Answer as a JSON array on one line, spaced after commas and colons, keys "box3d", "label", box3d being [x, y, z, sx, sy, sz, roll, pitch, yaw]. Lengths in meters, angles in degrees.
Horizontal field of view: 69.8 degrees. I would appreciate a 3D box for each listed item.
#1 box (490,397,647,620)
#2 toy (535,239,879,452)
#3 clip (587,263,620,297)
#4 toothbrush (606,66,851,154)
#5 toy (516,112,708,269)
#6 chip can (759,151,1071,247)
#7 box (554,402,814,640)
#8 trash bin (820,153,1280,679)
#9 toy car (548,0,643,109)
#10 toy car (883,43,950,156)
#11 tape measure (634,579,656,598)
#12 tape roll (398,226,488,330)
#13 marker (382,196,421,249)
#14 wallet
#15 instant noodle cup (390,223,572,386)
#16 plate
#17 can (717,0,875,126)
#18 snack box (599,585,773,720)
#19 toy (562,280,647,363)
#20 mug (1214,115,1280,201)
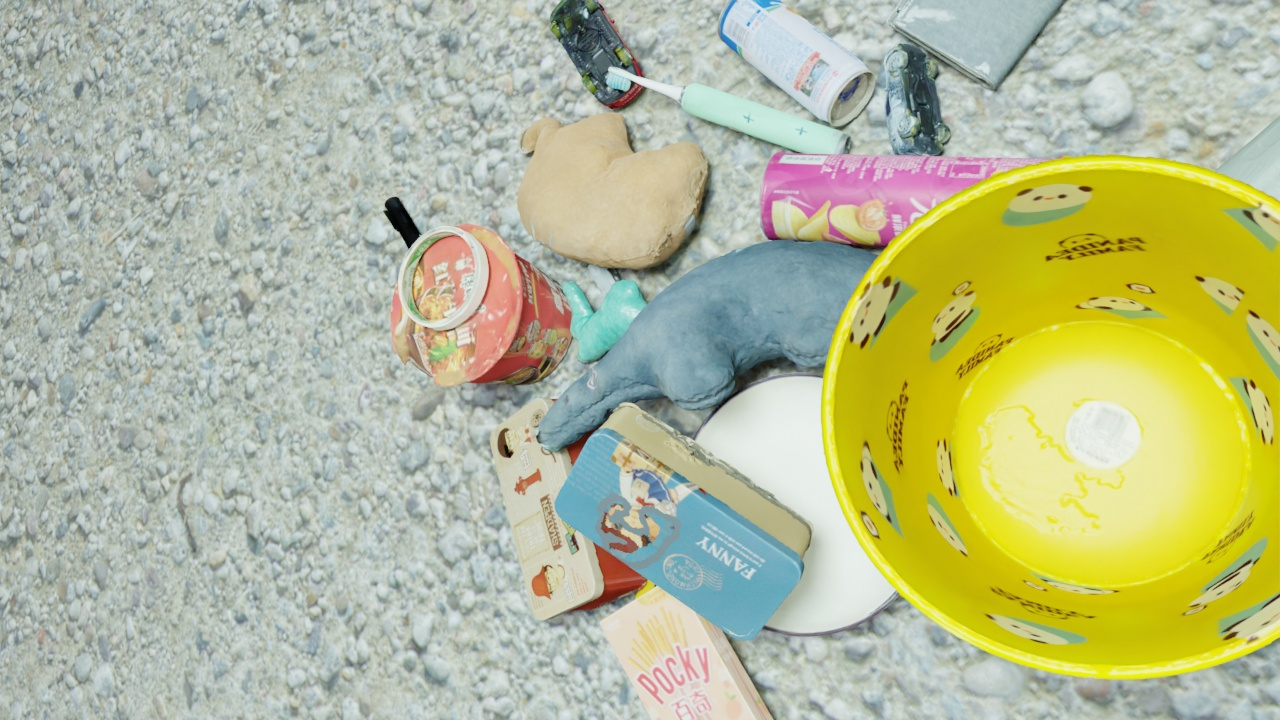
[{"box3d": [-0.056, 0.120, 0.761, 0.092, 0.076, 0.168, -34, 64, 39], "label": "box"}, {"box3d": [0.079, -0.023, 0.690, 0.357, 0.091, 0.137, -19, 47, 13], "label": "toy"}, {"box3d": [-0.025, -0.064, 0.808, 0.025, 0.029, 0.057, -32, 74, 25], "label": "clip"}, {"box3d": [0.067, -0.209, 0.761, 0.224, 0.026, 0.027, 25, 113, 20], "label": "toothbrush"}, {"box3d": [-0.049, -0.155, 0.805, 0.226, 0.082, 0.143, 29, 71, 31], "label": "toy"}, {"box3d": [0.196, -0.115, 0.670, 0.211, 0.071, 0.071, 8, 85, 29], "label": "chip can"}, {"box3d": [0.035, 0.114, 0.639, 0.184, 0.059, 0.090, 32, 121, 10], "label": "box"}, {"box3d": [0.247, 0.041, 0.509, 0.230, 0.255, 0.229, -6, 78, 27], "label": "trash bin"}, {"box3d": [-0.039, -0.283, 0.839, 0.053, 0.045, 0.120, -34, 73, 17], "label": "toy car"}, {"box3d": [0.206, -0.196, 0.697, 0.034, 0.042, 0.090, -20, 74, 59], "label": "toy car"}, {"box3d": [0.031, 0.180, 0.728, 0.057, 0.028, 0.060, 35, 111, 26], "label": "tape measure"}, {"box3d": [-0.164, -0.069, 0.759, 0.086, 0.014, 0.085, -6, 78, 27], "label": "tape roll"}, {"box3d": [-0.225, -0.113, 0.922, 0.022, 0.020, 0.132, -41, 65, 14], "label": "marker"}, {"box3d": [0.262, -0.283, 0.685, 0.106, 0.037, 0.130, 40, 101, 17], "label": "wallet"}, {"box3d": [-0.131, -0.040, 0.808, 0.138, 0.108, 0.137, -5, 79, 27], "label": "instant noodle cup"}, {"box3d": [0.122, 0.106, 0.687, 0.193, 0.039, 0.192, -5, 79, 27], "label": "plate"}, {"box3d": [0.125, -0.246, 0.741, 0.053, 0.053, 0.134, -48, 63, 12], "label": "can"}, {"box3d": [0.040, 0.247, 0.693, 0.085, 0.026, 0.157, -39, 74, 27], "label": "snack box"}, {"box3d": [-0.031, -0.037, 0.790, 0.092, 0.030, 0.096, -36, 75, 33], "label": "toy"}, {"box3d": [0.402, -0.081, 0.558, 0.124, 0.083, 0.103, 44, 102, -1], "label": "mug"}]
